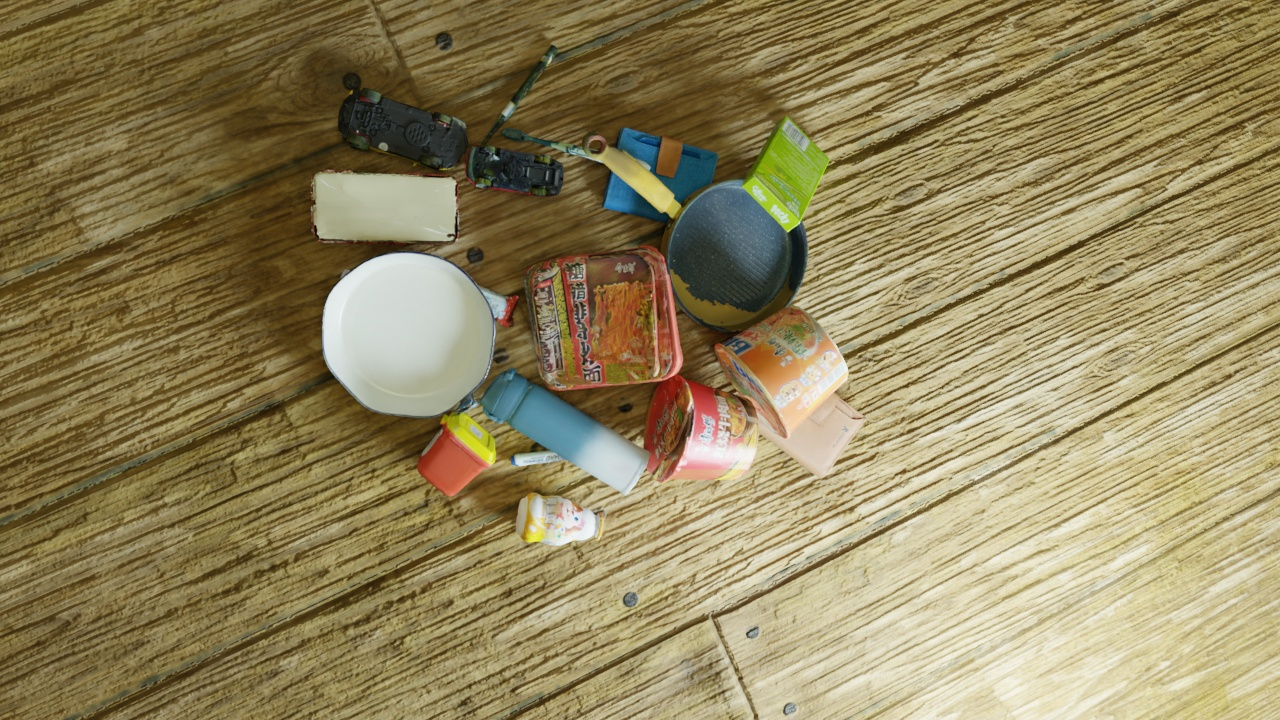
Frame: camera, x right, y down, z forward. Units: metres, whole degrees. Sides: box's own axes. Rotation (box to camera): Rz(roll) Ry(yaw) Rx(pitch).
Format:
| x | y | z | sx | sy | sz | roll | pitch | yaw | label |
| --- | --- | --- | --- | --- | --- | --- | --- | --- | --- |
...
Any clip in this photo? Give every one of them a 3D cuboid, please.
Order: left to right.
| x | y | z | sx | sy | sz | roll | pitch | yaw | label |
| --- | --- | --- | --- | --- | --- | --- | --- | --- | --- |
| -0.214 | 0.055 | 1.142 | 0.024 | 0.056 | 0.028 | -31 | 100 | 6 | clip |

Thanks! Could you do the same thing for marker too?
| x | y | z | sx | sy | sz | roll | pitch | yaw | label |
| --- | --- | --- | --- | --- | --- | --- | --- | --- | --- |
| -0.095 | 0.121 | 1.193 | 0.145 | 0.017 | 0.017 | -6 | 96 | -11 | marker |

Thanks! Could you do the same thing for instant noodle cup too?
| x | y | z | sx | sy | sz | roll | pitch | yaw | label |
| --- | --- | --- | --- | --- | --- | --- | --- | --- | --- |
| -0.040 | -0.053 | 1.134 | 0.189 | 0.079 | 0.164 | -5 | 98 | 19 | instant noodle cup |
| 0.078 | 0.093 | 1.174 | 0.108 | 0.138 | 0.138 | 10 | 93 | -22 | instant noodle cup |
| 0.182 | 0.009 | 1.163 | 0.111 | 0.151 | 0.151 | -36 | 101 | -5 | instant noodle cup |

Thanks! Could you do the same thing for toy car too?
| x | y | z | sx | sy | sz | roll | pitch | yaw | label |
| --- | --- | --- | --- | --- | --- | --- | --- | --- | --- |
| -0.285 | -0.274 | 1.103 | 0.155 | 0.041 | 0.071 | 15 | 92 | -11 | toy car |
| -0.156 | -0.232 | 1.131 | 0.120 | 0.045 | 0.053 | 8 | 92 | -20 | toy car |

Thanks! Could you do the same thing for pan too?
| x | y | z | sx | sy | sz | roll | pitch | yaw | label |
| --- | --- | --- | --- | --- | --- | --- | --- | --- | --- |
| 0.064 | -0.171 | 1.138 | 0.357 | 0.078 | 0.197 | 33 | 90 | -23 | pan |

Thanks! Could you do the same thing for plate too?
| x | y | z | sx | sy | sz | roll | pitch | yaw | label |
| --- | --- | --- | --- | --- | --- | --- | --- | --- | --- |
| -0.278 | -0.033 | 1.111 | 0.204 | 0.045 | 0.205 | -2 | 106 | -9 | plate |

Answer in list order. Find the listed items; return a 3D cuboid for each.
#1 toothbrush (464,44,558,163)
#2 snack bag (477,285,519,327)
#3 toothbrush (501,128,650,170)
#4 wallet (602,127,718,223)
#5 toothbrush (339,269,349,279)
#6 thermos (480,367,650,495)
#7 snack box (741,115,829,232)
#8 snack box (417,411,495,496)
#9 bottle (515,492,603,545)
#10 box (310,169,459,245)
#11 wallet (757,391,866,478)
| x | y | z | sx | sy | sz | roll | pitch | yaw | label |
| --- | --- | --- | --- | --- | --- | --- | --- | --- | --- |
| -0.159 | -0.315 | 1.138 | 0.012 | 0.017 | 0.186 | 37 | 88 | -25 | toothbrush |
| -0.202 | -0.077 | 1.147 | 0.105 | 0.026 | 0.045 | 21 | 100 | -12 | snack bag |
| -0.081 | -0.262 | 1.140 | 0.191 | 0.018 | 0.016 | 14 | 99 | 0 | toothbrush |
| 0.026 | -0.232 | 1.176 | 0.133 | 0.040 | 0.106 | 13 | 97 | -13 | wallet |
| -0.279 | -0.067 | 1.137 | 0.189 | 0.021 | 0.029 | 21 | 129 | -14 | toothbrush |
| -0.096 | 0.089 | 1.156 | 0.220 | 0.070 | 0.070 | 31 | 88 | -5 | thermos |
| 0.187 | -0.240 | 1.167 | 0.086 | 0.026 | 0.156 | 41 | 47 | -13 | snack box |
| -0.229 | 0.115 | 1.129 | 0.082 | 0.091 | 0.080 | 44 | 93 | -12 | snack box |
| -0.103 | 0.206 | 1.176 | 0.108 | 0.063 | 0.063 | 10 | 93 | -13 | bottle |
| -0.301 | -0.182 | 1.090 | 0.168 | 0.078 | 0.091 | -1 | 96 | -12 | box |
| 0.228 | 0.083 | 1.251 | 0.132 | 0.031 | 0.108 | 37 | 89 | -14 | wallet |
